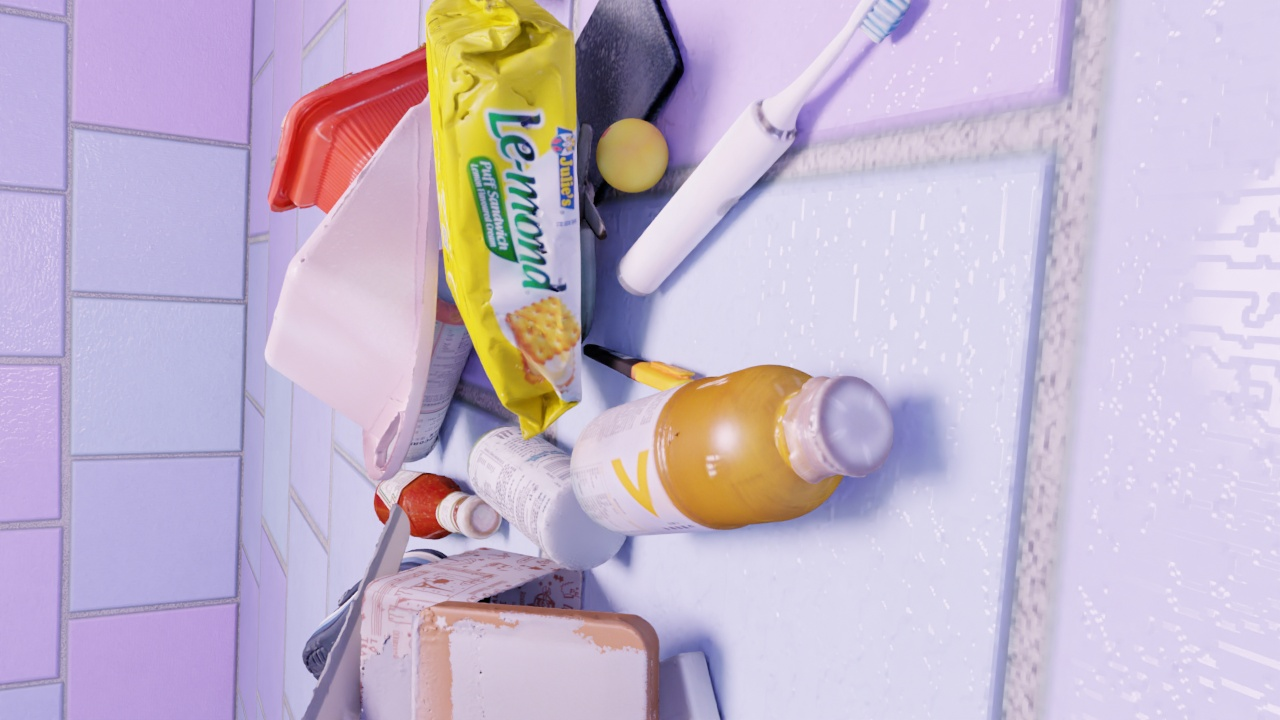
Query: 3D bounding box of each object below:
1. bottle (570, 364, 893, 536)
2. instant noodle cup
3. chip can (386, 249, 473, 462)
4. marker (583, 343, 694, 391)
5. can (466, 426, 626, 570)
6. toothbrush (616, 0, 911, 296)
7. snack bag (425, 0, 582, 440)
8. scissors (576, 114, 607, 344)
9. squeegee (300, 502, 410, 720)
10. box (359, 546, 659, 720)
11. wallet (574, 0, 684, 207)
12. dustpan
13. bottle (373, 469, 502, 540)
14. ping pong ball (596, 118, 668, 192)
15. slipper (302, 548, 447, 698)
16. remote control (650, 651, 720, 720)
[{"bbox_3d":[0.033,0.042,0.409,0.190,0.068,0.068,-23,70,59],"label":"bottle"},{"bbox_3d":[-0.239,-0.198,0.841,0.079,0.188,0.165,48,144,1],"label":"instant noodle cup"},{"bbox_3d":[-0.189,0.000,0.808,0.215,0.071,0.071,-59,41,41],"label":"chip can"},{"bbox_3d":[-0.003,0.003,0.526,0.124,0.018,0.015,20,108,60],"label":"marker"},{"bbox_3d":[-0.064,0.084,0.592,0.147,0.058,0.058,17,104,60],"label":"can"},{"bbox_3d":[0.047,-0.094,0.431,0.026,0.026,0.222,46,142,0],"label":"toothbrush"},{"bbox_3d":[-0.083,-0.095,0.543,0.158,0.068,0.247,-120,26,-56],"label":"snack bag"},{"bbox_3d":[-0.047,-0.103,0.569,0.171,0.019,0.178,103,157,-54],"label":"scissors"},{"bbox_3d":[-0.175,0.261,0.605,0.247,0.039,0.245,99,-175,-54],"label":"squeegee"},{"bbox_3d":[-0.055,0.213,0.528,0.194,0.156,0.183,3,92,25],"label":"box"},{"bbox_3d":[-0.016,-0.168,0.556,0.121,0.019,0.097,-49,50,47],"label":"wallet"},{"bbox_3d":[-0.187,-0.052,0.724,0.223,0.139,0.272,-41,19,57],"label":"dustpan"},{"bbox_3d":[-0.176,0.128,0.798,0.206,0.059,0.059,-6,84,57],"label":"bottle"},{"bbox_3d":[-0.005,-0.113,0.508,0.040,0.040,0.040,-3,87,61],"label":"ping pong ball"},{"bbox_3d":[-0.226,0.243,0.855,0.254,0.105,0.095,-40,13,38],"label":"slipper"},{"bbox_3d":[0.029,0.220,0.461,0.056,0.019,0.135,-50,46,48],"label":"remote control"}]
